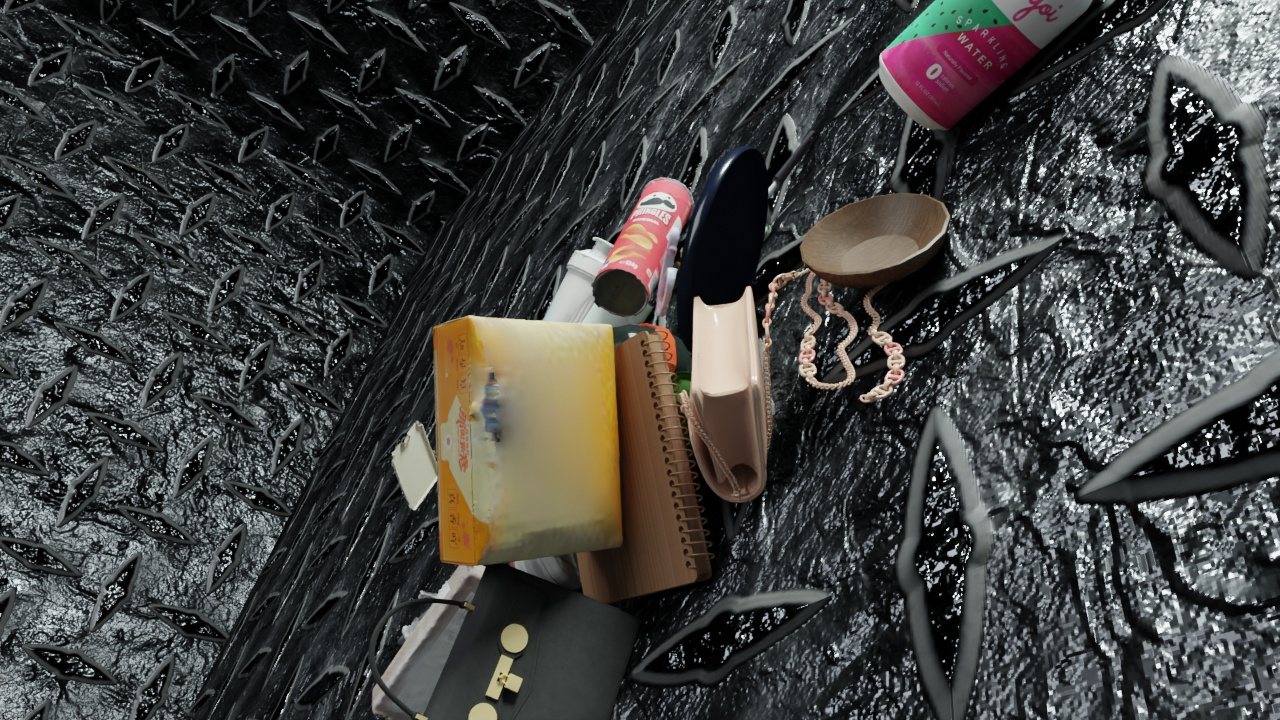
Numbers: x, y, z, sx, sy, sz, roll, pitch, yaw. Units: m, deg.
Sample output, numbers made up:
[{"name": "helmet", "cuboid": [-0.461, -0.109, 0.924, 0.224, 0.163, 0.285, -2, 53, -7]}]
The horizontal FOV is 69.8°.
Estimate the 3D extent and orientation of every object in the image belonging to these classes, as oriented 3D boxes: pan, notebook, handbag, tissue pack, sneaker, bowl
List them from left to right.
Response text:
[{"name": "tissue pack", "cuboid": [-0.199, 0.297, 0.963, 0.181, 0.104, 0.071, -55, 19, 6]}, {"name": "handbag", "cuboid": [-0.122, 0.250, 0.725, 0.072, 0.195, 0.175, -26, 36, 53]}, {"name": "sneaker", "cuboid": [-0.114, 0.170, 0.965, 0.089, 0.099, 0.236, -37, 27, 11]}, {"name": "notebook", "cuboid": [-0.013, 0.097, 0.799, 0.170, 0.022, 0.210, -29, 66, 47]}, {"name": "pan", "cuboid": [0.112, -0.148, 0.910, 0.355, 0.021, 0.199, -53, -29, -41]}, {"name": "handbag", "cuboid": [0.128, 0.024, 0.730, 0.187, 0.117, 0.198, -10, 32, 11]}, {"name": "bowl", "cuboid": [0.188, -0.090, 0.730, 0.118, 0.030, 0.117, -18, 32, 12]}]

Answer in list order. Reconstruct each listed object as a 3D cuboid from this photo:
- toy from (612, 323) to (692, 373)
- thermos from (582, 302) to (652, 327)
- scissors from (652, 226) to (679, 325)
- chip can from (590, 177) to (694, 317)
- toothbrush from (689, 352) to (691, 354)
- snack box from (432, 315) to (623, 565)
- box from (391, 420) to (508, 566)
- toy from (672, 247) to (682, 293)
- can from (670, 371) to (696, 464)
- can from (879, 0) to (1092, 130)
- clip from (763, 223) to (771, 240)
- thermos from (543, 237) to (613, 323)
[{"name": "toy", "cuboid": [-0.006, 0.006, 0.935, 0.100, 0.119, 0.097, -7, 67, 49]}, {"name": "thermos", "cuboid": [-0.073, 0.010, 1.149, 0.230, 0.068, 0.068, -56, 21, 0]}, {"name": "scissors", "cuboid": [0.022, -0.061, 1.021, 0.158, 0.014, 0.172, -96, 20, -77]}, {"name": "chip can", "cuboid": [0.006, -0.142, 1.132, 0.073, 0.073, 0.232, -40, 17, 37]}, {"name": "toothbrush", "cuboid": [0.033, 0.008, 0.996, 0.187, 0.012, 0.017, -40, 30, 37]}, {"name": "snack box", "cuboid": [-0.089, 0.065, 0.762, 0.081, 0.144, 0.195, -9, 82, 51]}, {"name": "box", "cuboid": [-0.204, 0.143, 1.021, 0.101, 0.194, 0.143, -26, 21, 29]}, {"name": "toy", "cuboid": [0.070, -0.101, 0.999, 0.076, 0.062, 0.100, -43, 7, -20]}, {"name": "can", "cuboid": [0.006, 0.071, 0.863, 0.144, 0.083, 0.082, -34, 30, 45]}, {"name": "can", "cuboid": [0.281, -0.271, 0.748, 0.166, 0.088, 0.088, -42, 25, 33]}, {"name": "clip", "cuboid": [0.122, -0.154, 1.012, 0.023, 0.047, 0.076, -51, 25, 18]}, {"name": "thermos", "cuboid": [-0.088, -0.055, 1.249, 0.220, 0.099, 0.099, -61, 21, 0]}]
